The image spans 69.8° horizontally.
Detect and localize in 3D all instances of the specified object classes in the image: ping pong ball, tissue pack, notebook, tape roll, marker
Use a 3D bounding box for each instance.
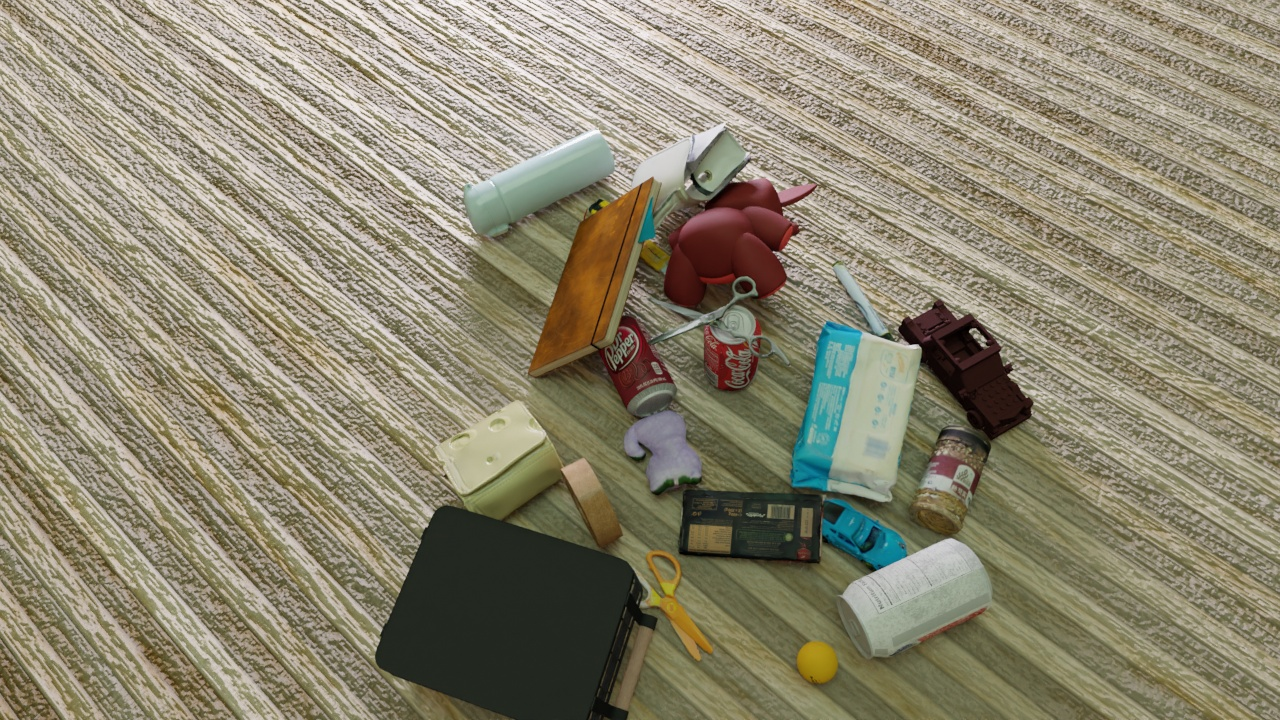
[{"bbox_3d":[0.175,0.298,0.907,0.040,0.040,0.040,-2,60,3],"label":"ping pong ball"},{"bbox_3d":[0.240,0.059,1.025,0.117,0.066,0.208,13,64,11],"label":"tissue pack"},{"bbox_3d":[-0.049,-0.109,1.101,0.014,0.179,0.248,32,58,-28],"label":"notebook"},{"bbox_3d":[-0.052,0.152,0.978,0.027,0.094,0.094,-26,62,-11],"label":"tape roll"},{"bbox_3d":[0.275,-0.064,1.120,0.017,0.017,0.146,-21,61,-8],"label":"marker"}]

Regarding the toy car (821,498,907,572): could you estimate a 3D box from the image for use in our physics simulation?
[{"bbox_3d":[0.233,0.184,0.973,0.105,0.032,0.048,32,67,19],"label":"toy car"}]

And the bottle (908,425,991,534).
[{"bbox_3d":[0.332,0.128,0.983,0.056,0.056,0.105,23,65,16],"label":"bottle"}]

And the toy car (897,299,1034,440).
[{"bbox_3d":[0.373,0.002,1.047,0.070,0.062,0.169,-28,62,-11],"label":"toy car"}]

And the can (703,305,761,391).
[{"bbox_3d":[0.105,-0.014,1.053,0.064,0.105,0.064,-2,60,3],"label":"can"}]

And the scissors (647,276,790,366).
[{"bbox_3d":[0.088,-0.037,0.997,0.141,0.014,0.171,-41,67,-20],"label":"scissors"}]

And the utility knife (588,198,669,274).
[{"bbox_3d":[-0.005,-0.158,1.198,0.030,0.017,0.175,-43,69,-8],"label":"utility knife"}]

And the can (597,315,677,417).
[{"bbox_3d":[-0.006,0.006,1.075,0.063,0.063,0.114,-23,61,-8],"label":"can"}]

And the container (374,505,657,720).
[{"bbox_3d":[-0.118,0.258,0.896,0.241,0.130,0.162,15,68,12],"label":"container"}]

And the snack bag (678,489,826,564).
[{"bbox_3d":[0.117,0.176,0.982,0.155,0.018,0.074,0,61,16],"label":"snack bag"}]

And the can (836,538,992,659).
[{"bbox_3d":[0.272,0.237,0.913,0.136,0.078,0.078,-22,61,-8],"label":"can"}]

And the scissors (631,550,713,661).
[{"bbox_3d":[0.027,0.262,0.956,0.073,0.013,0.131,-26,61,-9],"label":"scissors"}]

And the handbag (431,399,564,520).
[{"bbox_3d":[-0.159,0.112,1.018,0.119,0.081,0.111,-34,51,-11],"label":"handbag"}]

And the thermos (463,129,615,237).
[{"bbox_3d":[-0.137,-0.236,1.222,0.206,0.065,0.078,-29,98,-11],"label":"thermos"}]

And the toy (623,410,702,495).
[{"bbox_3d":[0.024,0.105,1.033,0.080,0.036,0.099,-19,55,5],"label":"toy"}]

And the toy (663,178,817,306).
[{"bbox_3d":[0.119,-0.152,1.121,0.159,0.120,0.196,-5,33,32],"label":"toy"}]

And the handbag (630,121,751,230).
[{"bbox_3d":[0.035,-0.216,1.147,0.074,0.151,0.175,47,73,-18],"label":"handbag"}]
